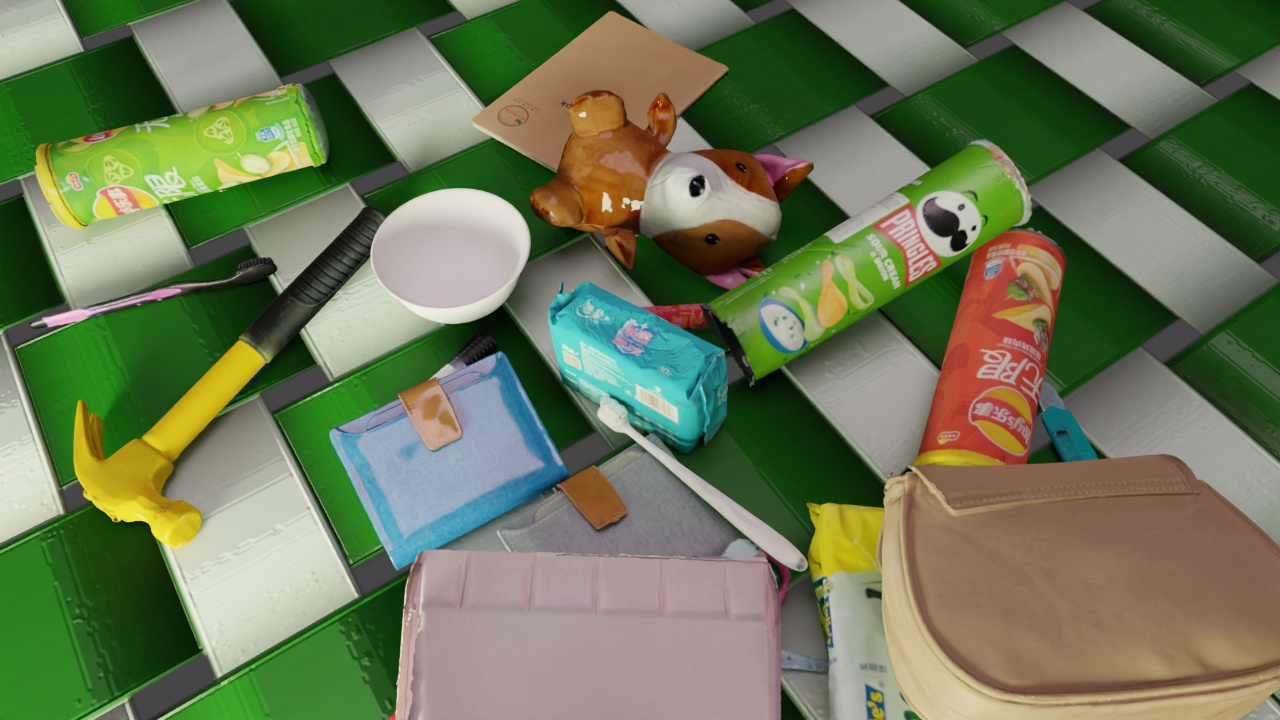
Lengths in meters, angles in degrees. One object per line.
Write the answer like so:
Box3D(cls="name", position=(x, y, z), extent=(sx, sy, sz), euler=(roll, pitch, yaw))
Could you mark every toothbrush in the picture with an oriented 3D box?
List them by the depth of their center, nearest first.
Box3D(cls="toothbrush", position=(0.037, 0.078, 0.599), extent=(0.180, 0.016, 0.016), euler=(37, 52, 27))
Box3D(cls="toothbrush", position=(-0.385, -0.054, 0.729), extent=(0.189, 0.014, 0.017), euler=(-15, 47, -9))

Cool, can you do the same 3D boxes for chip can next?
Box3D(cls="chip can", position=(0.252, 0.004, 0.652), extent=(0.073, 0.073, 0.216), euler=(20, 58, 13))
Box3D(cls="chip can", position=(0.162, -0.071, 0.669), extent=(0.236, 0.072, 0.072), euler=(-31, 60, -1))
Box3D(cls="chip can", position=(-0.379, -0.174, 0.775), extent=(0.221, 0.073, 0.072), euler=(-19, 58, -12))

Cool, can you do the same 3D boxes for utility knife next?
Box3D(cls="utility knife", position=(0.001, 0.186, 0.548), extent=(0.034, 0.018, 0.218), euler=(38, 71, 20))
Box3D(cls="utility knife", position=(0.311, 0.084, 0.632), extent=(0.029, 0.013, 0.175), euler=(-10, 57, -8))

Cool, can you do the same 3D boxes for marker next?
Box3D(cls="marker", position=(-0.157, 0.024, 0.673), extent=(0.023, 0.018, 0.130), euler=(27, 59, 35))

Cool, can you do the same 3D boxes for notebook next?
Box3D(cls="notebook", position=(-0.035, -0.249, 0.862), extent=(0.148, 0.008, 0.207), euler=(33, 62, 20))

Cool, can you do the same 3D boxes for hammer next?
Box3D(cls="hammer", position=(-0.290, -0.008, 0.687), extent=(0.129, 0.033, 0.299), euler=(26, 60, 15))

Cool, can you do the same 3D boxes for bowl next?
Box3D(cls="bowl", position=(-0.140, -0.068, 0.706), extent=(0.118, 0.065, 0.118), euler=(-1, 56, 1))

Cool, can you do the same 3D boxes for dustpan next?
Box3D(cls="dustpan", position=(-0.033, 0.246, 0.501), extent=(0.222, 0.139, 0.272), euler=(4, 36, -2))

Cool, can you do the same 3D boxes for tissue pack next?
Box3D(cls="tissue pack", position=(-0.004, 0.004, 0.641), extent=(0.133, 0.093, 0.050), euler=(29, 65, 17))

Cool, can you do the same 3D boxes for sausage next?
Box3D(cls="sausage", position=(0.038, -0.034, 0.710), extent=(0.156, 0.020, 0.020), euler=(-4, 56, -2))

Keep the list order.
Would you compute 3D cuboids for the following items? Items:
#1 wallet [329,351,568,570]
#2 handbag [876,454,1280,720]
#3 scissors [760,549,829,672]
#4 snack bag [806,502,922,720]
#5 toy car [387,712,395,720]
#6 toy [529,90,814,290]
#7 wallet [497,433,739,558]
Box3D(cls="wallet", position=(-0.129, 0.064, 0.625), extent=(0.133, 0.040, 0.106), euler=(-26, 77, -17))
Box3D(cls="handbag", position=(0.224, 0.123, 0.479), extent=(0.204, 0.100, 0.147), euler=(-1, 48, -7))
Box3D(cls="scissors", position=(0.064, 0.180, 0.570), extent=(0.134, 0.017, 0.133), euler=(4, 60, -2))
Box3D(cls="snack bag", position=(0.180, 0.196, 0.521), extent=(0.158, 0.068, 0.246), euler=(4, 55, -2))
Box3D(cls="toy car", position=(-0.109, 0.241, 0.519), extent=(0.049, 0.031, 0.106), euler=(-22, 61, -13))
Box3D(cls="toy", position=(0.025, -0.134, 0.720), extent=(0.199, 0.130, 0.140), euler=(23, 92, 3))
Box3D(cls="wallet", position=(-0.015, 0.114, 0.600), extent=(0.129, 0.037, 0.106), euler=(-29, 61, -19))
